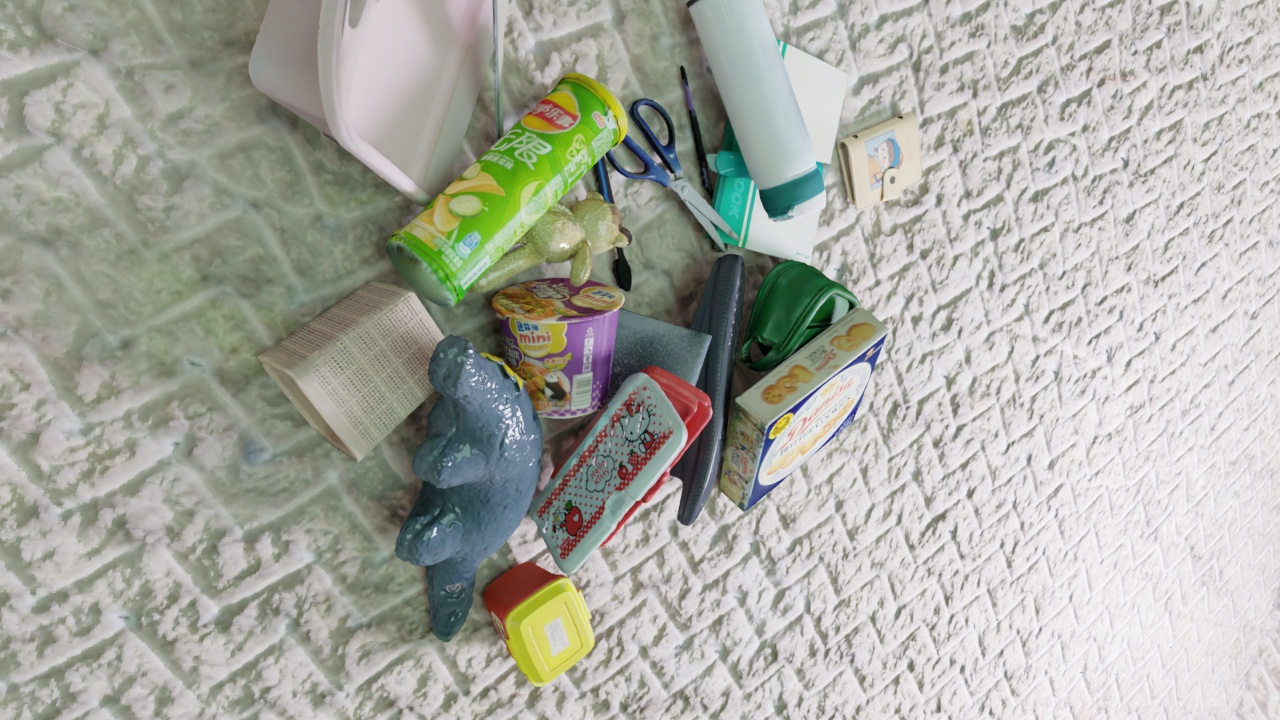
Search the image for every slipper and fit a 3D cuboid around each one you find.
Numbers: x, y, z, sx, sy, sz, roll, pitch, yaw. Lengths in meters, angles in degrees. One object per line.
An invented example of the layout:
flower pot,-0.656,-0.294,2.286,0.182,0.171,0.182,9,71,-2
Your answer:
slipper,0.049,0.025,0.903,0.110,0.083,0.268,28,71,-78

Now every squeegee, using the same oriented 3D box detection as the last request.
squeegee,-0.062,-0.327,0.738,0.245,0.039,0.247,-54,165,-32

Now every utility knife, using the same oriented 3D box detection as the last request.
utility knife,0.130,-0.193,0.918,0.161,0.013,0.029,-1,98,-33

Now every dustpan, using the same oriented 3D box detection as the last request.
dustpan,-0.137,-0.220,0.614,0.273,0.139,0.222,11,97,-60

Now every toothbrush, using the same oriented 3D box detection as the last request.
toothbrush,-0.033,-0.153,0.842,0.014,0.016,0.190,-20,110,-20
toothbrush,0.059,-0.192,0.895,0.016,0.014,0.189,-23,114,-16

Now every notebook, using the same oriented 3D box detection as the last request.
notebook,0.141,-0.213,0.938,0.150,0.012,0.209,8,94,-38

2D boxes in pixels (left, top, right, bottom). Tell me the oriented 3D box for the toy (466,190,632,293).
toy,-0.085,-0.101,0.792,0.157,0.066,0.105,-23,72,-25

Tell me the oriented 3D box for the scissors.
scissors,0.028,-0.161,0.865,0.128,0.012,0.173,-23,105,-24

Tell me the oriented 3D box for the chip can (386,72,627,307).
chip can,-0.105,-0.137,0.732,0.220,0.073,0.072,-49,124,-21

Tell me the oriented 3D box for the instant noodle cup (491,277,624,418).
instant noodle cup,-0.070,-0.010,0.797,0.111,0.111,0.099,-15,119,-32

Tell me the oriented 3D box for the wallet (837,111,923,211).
wallet,0.273,-0.222,1.034,0.115,0.024,0.087,-27,111,-29

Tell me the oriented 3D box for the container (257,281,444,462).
container,-0.213,0.002,0.706,0.110,0.090,0.090,-43,122,-23

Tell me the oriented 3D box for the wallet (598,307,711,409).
wallet,-0.005,0.005,0.849,0.019,0.121,0.097,14,93,-79

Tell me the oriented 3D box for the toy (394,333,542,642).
toy,-0.136,0.095,0.749,0.137,0.091,0.357,-54,163,-49

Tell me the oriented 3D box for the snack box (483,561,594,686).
snack box,-0.096,0.238,0.852,0.081,0.080,0.091,-30,117,-25

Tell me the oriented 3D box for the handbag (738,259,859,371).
handbag,0.163,-0.038,0.958,0.120,0.068,0.131,-60,152,11

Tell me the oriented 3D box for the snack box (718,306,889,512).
snack box,0.167,0.054,0.961,0.177,0.046,0.183,-35,152,-23

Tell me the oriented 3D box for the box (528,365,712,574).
box,-0.024,0.103,0.806,0.094,0.091,0.202,30,120,-13

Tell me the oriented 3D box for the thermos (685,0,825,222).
thermos,0.115,-0.239,0.862,0.073,0.073,0.224,-30,105,-26
